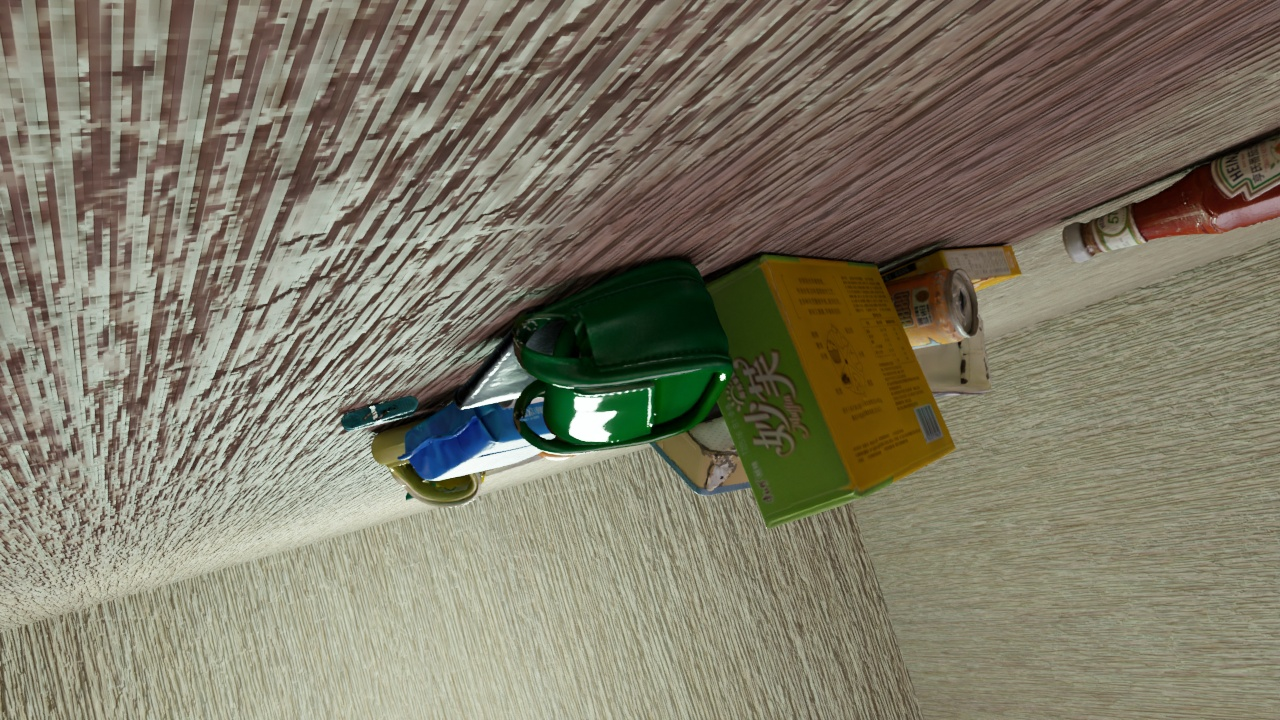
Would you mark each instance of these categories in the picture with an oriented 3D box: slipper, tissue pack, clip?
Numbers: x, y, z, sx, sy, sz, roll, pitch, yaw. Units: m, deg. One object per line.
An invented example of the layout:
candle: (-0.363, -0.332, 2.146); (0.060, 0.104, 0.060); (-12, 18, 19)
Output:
slipper: (-0.188, 0.098, 0.851); (0.091, 0.081, 0.190); (-15, 170, 3)
tissue pack: (-0.117, 0.054, 0.762); (0.095, 0.052, 0.156); (-30, 167, 31)
clip: (-0.187, 0.038, 0.660); (0.055, 0.013, 0.039); (-16, 172, -20)

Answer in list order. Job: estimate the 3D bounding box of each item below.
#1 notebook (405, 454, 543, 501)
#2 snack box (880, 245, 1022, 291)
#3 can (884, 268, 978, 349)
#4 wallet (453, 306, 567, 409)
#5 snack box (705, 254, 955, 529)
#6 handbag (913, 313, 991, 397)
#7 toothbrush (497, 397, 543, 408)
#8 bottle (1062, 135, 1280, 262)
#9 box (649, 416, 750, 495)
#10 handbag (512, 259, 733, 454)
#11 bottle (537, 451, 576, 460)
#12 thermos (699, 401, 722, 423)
notebook: (-0.181, 0.111, 1.034); (0.150, 0.012, 0.209); (-17, -174, -7)
snack box: (0.265, -0.071, 0.813); (0.140, 0.033, 0.087); (-12, 172, -45)
can: (0.194, -0.033, 0.749); (0.146, 0.058, 0.058); (-12, 178, 39)
wallet: (-0.053, -0.005, 0.572); (0.097, 0.019, 0.121); (-12, 161, -37)
snack box: (0.129, 0.013, 0.632); (0.070, 0.157, 0.209); (-27, 169, 32)
handbag: (0.226, 0.003, 0.931); (0.144, 0.098, 0.197); (-13, -178, -34)
toothbrush: (-0.026, 0.010, 0.768); (0.220, 0.026, 0.027); (-10, -150, -45)
bottle: (0.442, -0.125, 0.723); (0.207, 0.059, 0.059); (-19, 173, 43)
box: (0.062, 0.081, 1.045); (0.089, 0.060, 0.184); (-4, -156, -25)
handbag: (-0.014, 0.003, 0.523); (0.120, 0.068, 0.131); (-11, 161, -14)
bottle: (-0.087, 0.065, 0.927); (0.066, 0.066, 0.149); (-16, 180, -10)
thermos: (0.077, 0.022, 0.996); (0.241, 0.068, 0.090); (-14, 140, -37)
